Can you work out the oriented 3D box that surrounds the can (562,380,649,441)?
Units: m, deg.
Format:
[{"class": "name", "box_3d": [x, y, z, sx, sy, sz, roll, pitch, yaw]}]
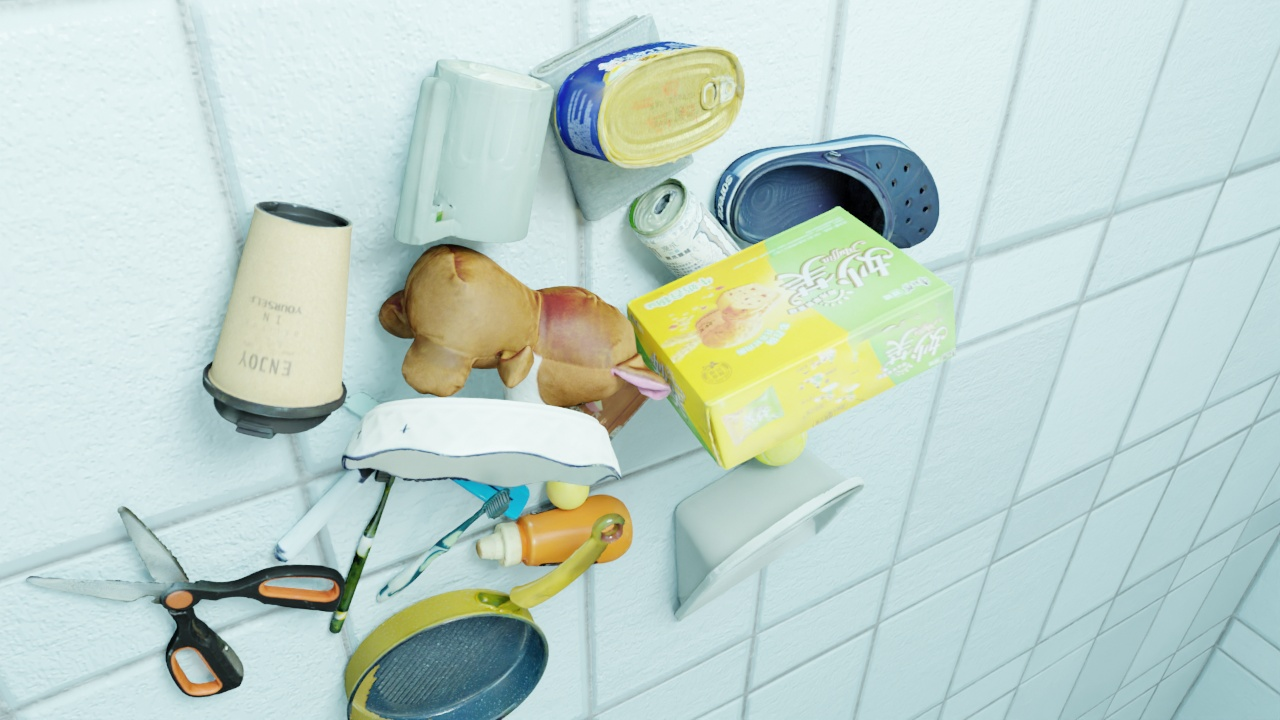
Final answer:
[{"class": "can", "box_3d": [-0.005, 0.005, 0.816, 0.147, 0.058, 0.058, -48, 135, 3]}]

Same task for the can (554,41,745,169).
[{"class": "can", "box_3d": [0.009, -0.181, 0.643, 0.147, 0.049, 0.075, -29, 130, -37]}]

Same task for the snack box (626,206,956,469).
[{"class": "snack box", "box_3d": [0.114, -0.026, 0.721, 0.210, 0.157, 0.070, -25, 129, -9]}]

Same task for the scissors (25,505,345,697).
[{"class": "scissors", "box_3d": [-0.345, 0.189, 0.725, 0.232, 0.021, 0.221, -4, 126, -25]}]

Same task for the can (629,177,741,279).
[{"class": "can", "box_3d": [0.052, -0.091, 0.788, 0.058, 0.058, 0.146, -47, 135, 2]}]

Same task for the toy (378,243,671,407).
[{"class": "toy", "box_3d": [-0.085, -0.010, 0.688, 0.199, 0.140, 0.131, 6, 118, -31]}]

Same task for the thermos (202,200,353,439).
[{"class": "thermos", "box_3d": [-0.235, -0.028, 0.610, 0.093, 0.093, 0.143, 3, 111, -37]}]

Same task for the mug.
[{"class": "mug", "box_3d": [-0.114, -0.136, 0.603, 0.123, 0.084, 0.103, -41, 150, -64]}]

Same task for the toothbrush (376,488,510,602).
[{"class": "toothbrush", "box_3d": [-0.173, 0.166, 0.796, 0.192, 0.018, 0.016, -41, 145, 26]}]

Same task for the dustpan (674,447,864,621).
[{"class": "dustpan", "box_3d": [0.148, 0.206, 1.014, 0.222, 0.142, 0.258, -28, 131, -17]}]

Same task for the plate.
[{"class": "plate", "box_3d": [-0.116, 0.064, 0.685, 0.204, 0.205, 0.045, 14, 74, -41]}]

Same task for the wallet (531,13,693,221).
[{"class": "wallet", "box_3d": [-0.014, -0.181, 0.693, 0.106, 0.037, 0.130, -32, 134, -12]}]

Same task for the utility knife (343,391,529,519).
[{"class": "utility knife", "box_3d": [-0.169, 0.081, 0.782, 0.034, 0.018, 0.223, -47, 134, 0]}]

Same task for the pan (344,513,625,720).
[{"class": "pan", "box_3d": [-0.134, 0.252, 0.859, 0.197, 0.078, 0.358, 22, 112, -41]}]

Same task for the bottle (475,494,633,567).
[{"class": "bottle", "box_3d": [-0.084, 0.169, 0.878, 0.149, 0.066, 0.067, -5, 123, -25]}]

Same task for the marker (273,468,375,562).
[{"class": "marker", "box_3d": [-0.249, 0.113, 0.745, 0.130, 0.022, 0.018, -47, 110, 0]}]

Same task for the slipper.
[{"class": "slipper", "box_3d": [0.186, -0.143, 0.826, 0.252, 0.095, 0.105, -3, 124, -30]}]

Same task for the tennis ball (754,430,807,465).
[{"class": "tennis ball", "box_3d": [0.143, 0.078, 0.969, 0.065, 0.065, 0.066, -19, 129, -25]}]

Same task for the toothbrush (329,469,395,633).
[{"class": "toothbrush", "box_3d": [-0.242, 0.162, 0.791, 0.017, 0.012, 0.186, 10, 114, -33]}]

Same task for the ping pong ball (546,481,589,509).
[{"class": "ping pong ball", "box_3d": [-0.068, 0.120, 0.865, 0.040, 0.040, 0.040, -19, 129, -25]}]
